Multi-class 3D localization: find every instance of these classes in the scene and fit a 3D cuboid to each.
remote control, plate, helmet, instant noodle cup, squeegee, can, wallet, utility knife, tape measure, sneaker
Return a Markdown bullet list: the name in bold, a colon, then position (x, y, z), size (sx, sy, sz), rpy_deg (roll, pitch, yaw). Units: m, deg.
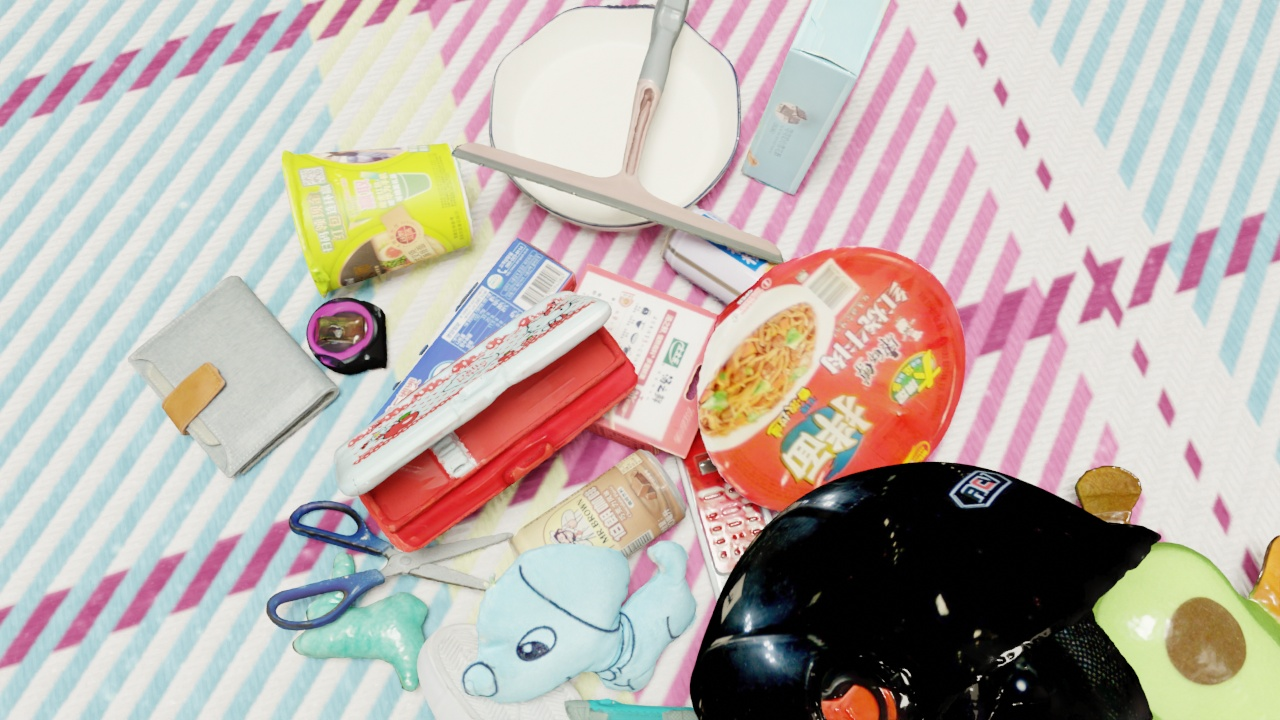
- **remote control**: position (0.065, 0.110, 0.659), size (0.056, 0.020, 0.136), rpy_deg (-14, 72, -4)
- **plate**: position (-0.020, -0.194, 0.748), size (0.205, 0.046, 0.204), rpy_deg (0, 71, 0)
- **helmet**: position (0.154, 0.169, 0.516), size (0.230, 0.275, 0.232), rpy_deg (37, 31, 30)
- **instant noodle cup**: position (-0.194, -0.115, 0.698), size (0.123, 0.112, 0.111), rpy_deg (-14, 72, -11)
- **squeegee**: position (0.008, -0.207, 0.708), size (0.247, 0.040, 0.249), rpy_deg (17, 66, -9)
- **can**: position (0.083, -0.063, 0.698), size (0.134, 0.053, 0.053), rpy_deg (35, 75, 11)
- **wallet**: position (-0.309, 0.011, 0.690), size (0.106, 0.037, 0.129), rpy_deg (-42, 76, -12)
- **utility knife**: position (0.042, 0.237, 0.599), size (0.186, 0.013, 0.029), rpy_deg (8, 49, -13)
- **tape measure**: position (-0.223, -0.019, 0.696), size (0.058, 0.039, 0.057), rpy_deg (-5, 72, -1)
- **instant noodle cup**: position (0.123, 0.007, 0.633), size (0.193, 0.066, 0.194), rpy_deg (-5, 112, -13)
- **sneaker**: position (-0.067, 0.277, 0.582), size (0.242, 0.089, 0.091), rpy_deg (43, 119, 29)
- **can**: position (-0.029, 0.115, 0.639), size (0.116, 0.058, 0.058), rpy_deg (-33, 74, -9)

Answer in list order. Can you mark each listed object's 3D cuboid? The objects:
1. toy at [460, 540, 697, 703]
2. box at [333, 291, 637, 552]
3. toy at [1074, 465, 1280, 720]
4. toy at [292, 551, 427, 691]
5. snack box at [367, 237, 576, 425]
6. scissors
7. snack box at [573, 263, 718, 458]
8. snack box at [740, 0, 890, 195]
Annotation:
- **toy**: position (-0.037, 0.166, 0.591), size (0.161, 0.050, 0.156), rpy_deg (-46, 118, -16)
- **box**: position (-0.099, 0.030, 0.591), size (0.201, 0.099, 0.095), rpy_deg (-36, 81, -12)
- **toy**: position (0.349, 0.194, 0.591), size (0.247, 0.090, 0.227), rpy_deg (43, 84, 16)
- **toy**: position (-0.193, 0.180, 0.636), size (0.092, 0.030, 0.096), rpy_deg (-1, 61, -1)
- **snack box**: position (-0.127, 0.009, 0.675), size (0.057, 0.058, 0.207), rpy_deg (33, 75, 9)
- **scissors**: position (-0.181, 0.145, 0.640), size (0.162, 0.012, 0.162), rpy_deg (30, 52, 22)
- **snack box**: position (-0.004, 0.004, 0.682), size (0.127, 0.044, 0.113), rpy_deg (22, 73, 9)
- **snack box**: position (0.125, -0.199, 0.679), size (0.051, 0.175, 0.074), rpy_deg (25, 73, 3)
